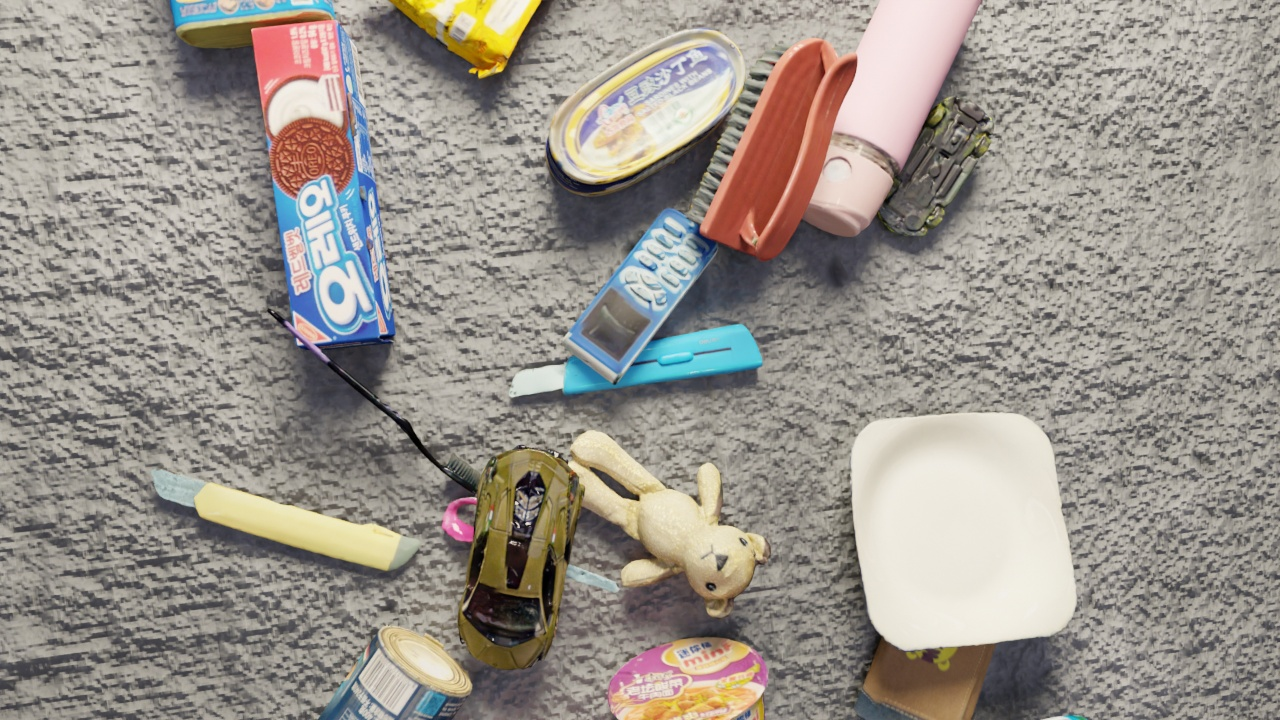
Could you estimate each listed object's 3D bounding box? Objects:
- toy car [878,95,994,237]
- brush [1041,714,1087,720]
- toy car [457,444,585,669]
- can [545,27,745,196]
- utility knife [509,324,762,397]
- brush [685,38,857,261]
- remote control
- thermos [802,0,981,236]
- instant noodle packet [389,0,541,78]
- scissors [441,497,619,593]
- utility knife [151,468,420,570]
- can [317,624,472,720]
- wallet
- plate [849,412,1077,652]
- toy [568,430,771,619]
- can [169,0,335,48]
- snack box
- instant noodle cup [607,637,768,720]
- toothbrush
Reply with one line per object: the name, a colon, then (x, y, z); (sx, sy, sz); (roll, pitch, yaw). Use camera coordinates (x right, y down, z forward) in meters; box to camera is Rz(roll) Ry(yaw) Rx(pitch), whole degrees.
toy car: (0.212, -0.140, 0.670); (0.048, 0.032, 0.105); (29, 99, -8)
brush: (0.171, 0.329, 0.651); (0.314, 0.060, 0.109); (-9, 108, -6)
toy car: (-0.081, 0.134, 0.612); (0.070, 0.042, 0.158); (10, 98, 2)
can: (0.003, -0.170, 0.632); (0.148, 0.049, 0.074); (-32, 95, -5)
utility knife: (-0.004, 0.004, 0.653); (0.182, 0.018, 0.034); (-10, 94, -6)
brush: (0.093, -0.141, 0.607); (0.063, 0.069, 0.146); (13, 106, -43)
remote control: (0.001, -0.046, 0.642); (0.049, 0.024, 0.125); (37, 82, 6)
thermos: (0.164, -0.189, 0.650); (0.087, 0.067, 0.198); (26, 90, 24)
instant noodle packet: (-0.109, -0.268, 0.617); (0.111, 0.044, 0.128); (34, 89, -9)
scissors: (-0.079, 0.142, 0.639); (0.133, 0.017, 0.134); (19, 99, 5)
utility knife: (-0.243, 0.109, 0.625); (0.183, 0.019, 0.031); (19, 85, -14)
can: (-0.172, 0.243, 0.610); (0.075, 0.075, 0.111); (35, 87, -7)
wallet: (0.218, 0.224, 0.684); (0.090, 0.033, 0.115); (22, 86, -7)
plate: (0.227, 0.121, 0.665); (0.164, 0.034, 0.163); (-2, 77, -10)
toy: (0.013, 0.108, 0.636); (0.157, 0.066, 0.105); (35, 81, 9)
can: (-0.255, -0.253, 0.593); (0.102, 0.057, 0.083); (-10, 96, -7)
snack box: (-0.205, -0.111, 0.604); (0.058, 0.057, 0.207); (-7, 93, -4)
instant noodle cup: (0.039, 0.261, 0.628); (0.111, 0.111, 0.099); (-11, 102, -7)
toothbrush: (-0.170, 0.028, 0.604); (0.016, 0.014, 0.189); (-51, 120, -16)
